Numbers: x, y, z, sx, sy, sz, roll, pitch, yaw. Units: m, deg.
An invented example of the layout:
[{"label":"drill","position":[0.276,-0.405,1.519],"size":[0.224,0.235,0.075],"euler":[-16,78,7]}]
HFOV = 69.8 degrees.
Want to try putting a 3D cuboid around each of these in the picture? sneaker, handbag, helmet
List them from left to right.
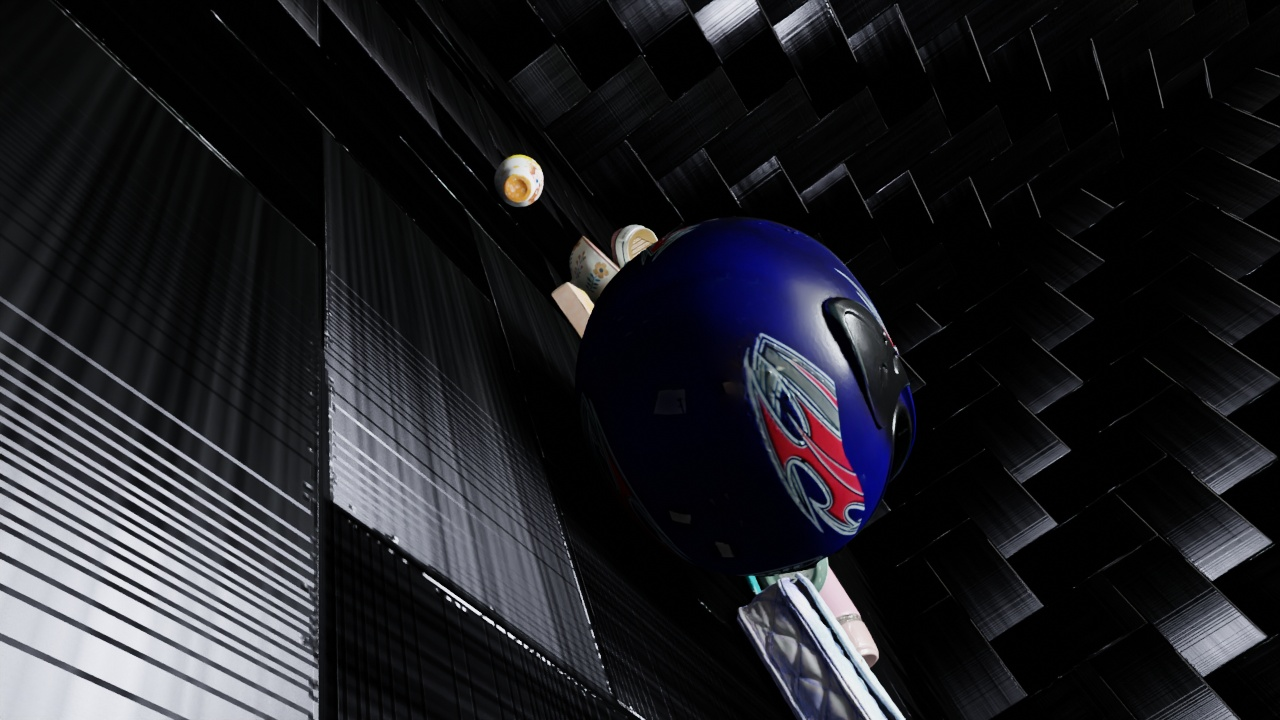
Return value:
[{"label":"sneaker","position":[0.000,-0.088,1.367],"size":[0.088,0.118,0.241],"euler":[13,-53,49]},{"label":"helmet","position":[0.088,0.051,0.725],"size":[0.315,0.248,0.239],"euler":[52,36,-27]},{"label":"handbag","position":[0.168,0.285,0.810],"size":[0.194,0.075,0.134],"euler":[57,7,20]}]

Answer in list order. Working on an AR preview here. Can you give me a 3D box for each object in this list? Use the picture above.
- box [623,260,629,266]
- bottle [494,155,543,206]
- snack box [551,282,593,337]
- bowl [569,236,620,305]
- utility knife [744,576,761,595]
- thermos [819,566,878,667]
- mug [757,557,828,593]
[{"label":"box","position":[0.027,-0.067,1.153],"size":[0.090,0.064,0.183],"euler":[47,26,-27]},{"label":"bottle","position":[-0.157,-0.229,1.183],"size":[0.063,0.063,0.108],"euler":[52,7,-18]},{"label":"snack box","position":[-0.042,-0.018,1.078],"size":[0.157,0.026,0.084],"euler":[55,7,8]},{"label":"bowl","position":[-0.056,-0.109,1.248],"size":[0.113,0.062,0.113],"euler":[42,6,-6]},{"label":"utility knife","position":[0.117,0.227,1.005],"size":[0.029,0.013,0.196],"euler":[54,5,-25]},{"label":"thermos","position":[0.233,0.316,1.191],"size":[0.087,0.067,0.198],"euler":[90,-22,-44]},{"label":"mug","position":[0.181,0.255,1.086],"size":[0.106,0.082,0.111],"euler":[22,65,-79]}]
